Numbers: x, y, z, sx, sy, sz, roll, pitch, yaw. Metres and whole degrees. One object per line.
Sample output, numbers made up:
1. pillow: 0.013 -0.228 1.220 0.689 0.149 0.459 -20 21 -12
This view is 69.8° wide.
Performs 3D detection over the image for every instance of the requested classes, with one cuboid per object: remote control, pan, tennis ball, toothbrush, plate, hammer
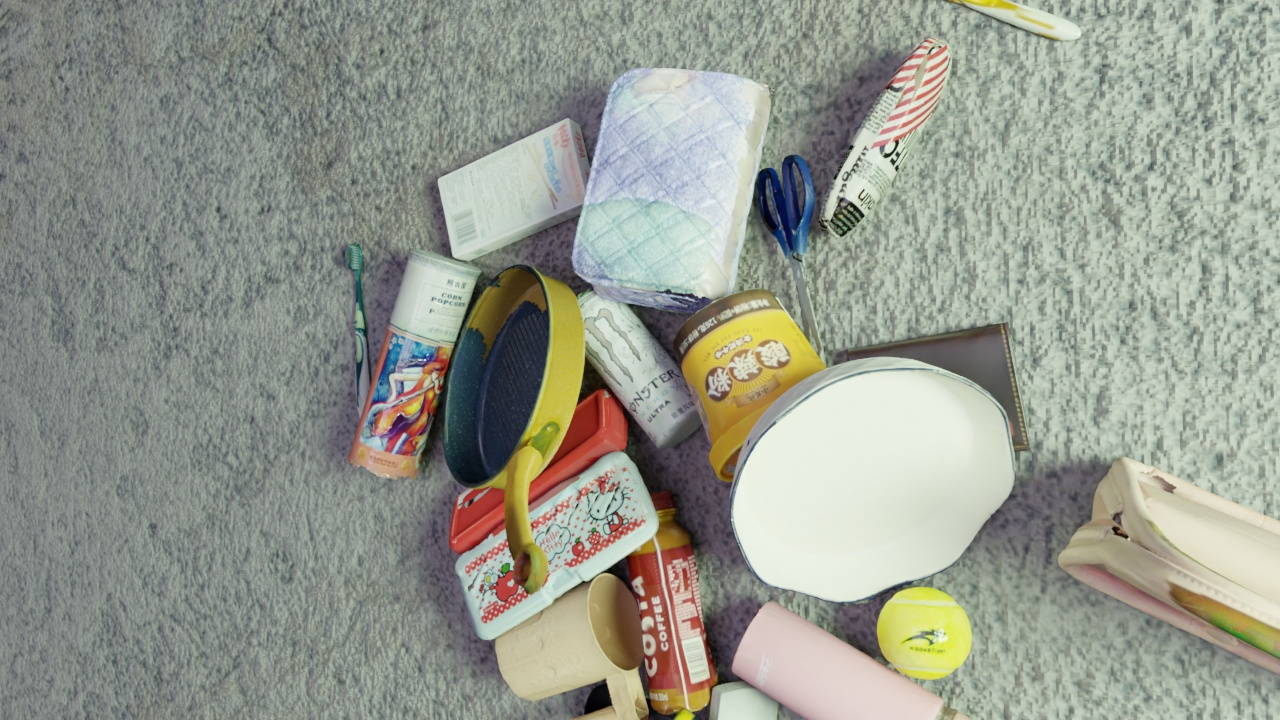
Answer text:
1. remote control: 0.077 0.324 0.729 0.019 0.056 0.135 -174 91 -66
2. pan: -0.101 0.054 0.728 0.198 0.078 0.357 -61 34 21
3. tennis ball: 0.206 0.198 0.666 0.066 0.065 0.065 -2 86 26
4. toothbrush: 0.245 -0.283 0.705 0.191 0.018 0.016 32 102 24
5. toothbrush: -0.294 -0.029 0.954 0.016 0.018 0.191 -8 83 25
6. plate: 0.158 0.083 0.646 0.205 0.205 0.045 -43 30 17
7. remote control: 0.014 0.318 0.776 0.136 0.024 0.053 21 93 26
8. hammer: 0.162 0.350 0.659 0.323 0.031 0.126 28 108 16

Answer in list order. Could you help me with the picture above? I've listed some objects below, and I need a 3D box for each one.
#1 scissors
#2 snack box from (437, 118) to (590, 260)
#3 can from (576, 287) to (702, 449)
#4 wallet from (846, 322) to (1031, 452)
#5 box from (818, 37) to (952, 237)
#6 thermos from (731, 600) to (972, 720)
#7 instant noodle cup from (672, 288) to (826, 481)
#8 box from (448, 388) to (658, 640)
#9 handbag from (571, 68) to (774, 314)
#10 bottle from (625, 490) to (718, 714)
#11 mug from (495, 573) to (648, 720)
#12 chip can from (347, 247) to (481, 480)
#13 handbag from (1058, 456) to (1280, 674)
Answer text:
1. scissors: 0.122 -0.080 0.745 0.133 0.012 0.173 -132 36 -55
2. snack box: -0.119 -0.160 0.871 0.157 0.026 0.084 -18 79 24
3. can: -0.005 0.005 0.787 0.058 0.058 0.146 -45 69 16
4. wallet: 0.224 0.028 0.696 0.122 0.020 0.096 -11 82 27
5. box: 0.189 -0.167 0.701 0.052 0.068 0.164 39 106 32
6. thermos: 0.166 0.265 0.686 0.199 0.067 0.087 27 120 24
7. instant noodle cup: 0.090 0.016 0.713 0.119 0.118 0.114 -34 65 20
8. box: -0.083 0.129 0.789 0.201 0.058 0.161 -37 44 19
9. handbag: 0.027 -0.140 0.760 0.134 0.075 0.193 10 83 20
10. bottle: 0.023 0.197 0.761 0.058 0.057 0.175 -14 80 25
11. mug: -0.054 0.256 0.779 0.104 0.084 0.124 -27 68 24
12. chip can: -0.219 0.004 0.886 0.071 0.071 0.215 22 97 26
13. handbag: 0.343 0.131 0.509 0.193 0.234 0.093 25 96 25
